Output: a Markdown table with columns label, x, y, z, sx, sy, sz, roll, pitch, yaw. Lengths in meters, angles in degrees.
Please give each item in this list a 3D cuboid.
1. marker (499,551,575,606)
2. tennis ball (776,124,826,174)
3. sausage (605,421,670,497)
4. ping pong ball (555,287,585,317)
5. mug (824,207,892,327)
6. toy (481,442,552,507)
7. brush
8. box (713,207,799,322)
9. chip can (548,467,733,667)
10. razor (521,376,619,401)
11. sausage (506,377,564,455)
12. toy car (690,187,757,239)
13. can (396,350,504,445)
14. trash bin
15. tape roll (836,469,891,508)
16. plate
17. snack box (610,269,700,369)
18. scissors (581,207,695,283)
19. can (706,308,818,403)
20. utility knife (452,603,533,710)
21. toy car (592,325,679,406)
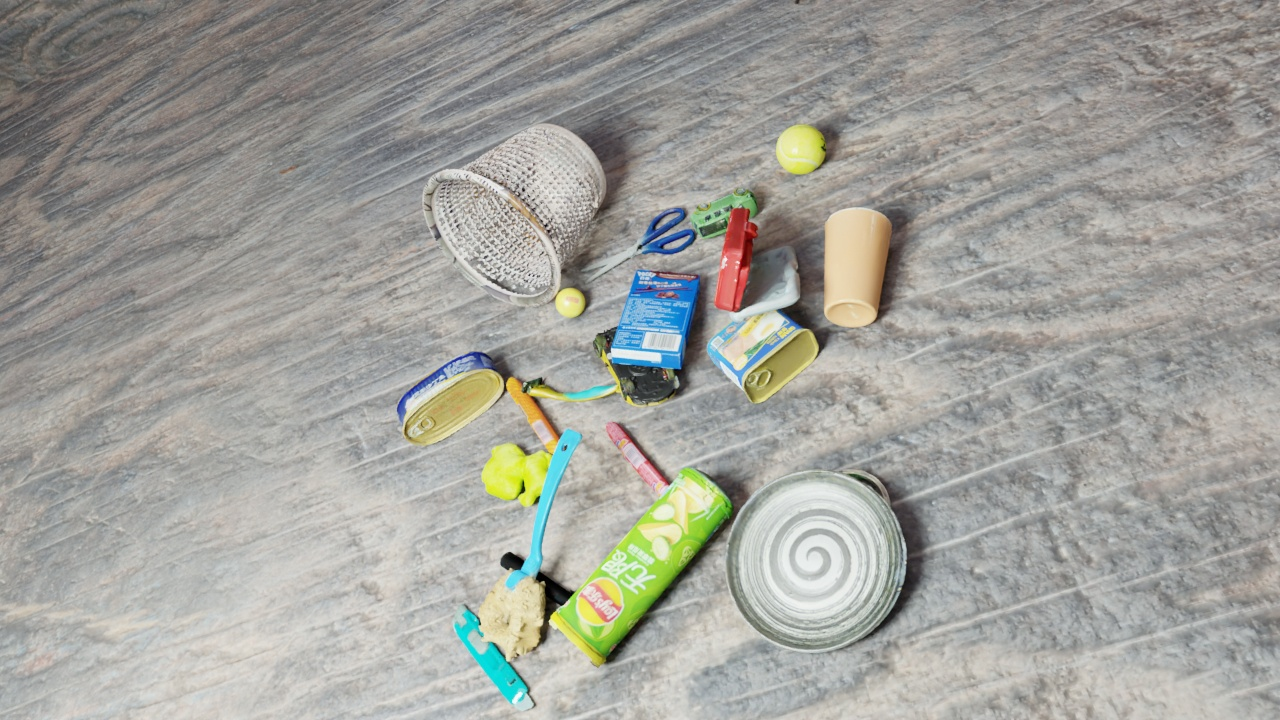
| label | x | y | z | sx | sy | sz | roll | pitch | yaw |
| --- | --- | --- | --- | --- | --- | --- | --- | --- | --- |
| marker | -0.106 | 0.247 | 1.016 | 0.132 | 0.020 | 0.022 | 22 | 60 | 38 |
| tennis ball | 0.212 | -0.279 | 1.213 | 0.066 | 0.065 | 0.065 | -15 | 50 | 18 |
| sausage | -0.001 | 0.117 | 1.059 | 0.020 | 0.020 | 0.156 | -40 | 47 | -4 |
| ping pong ball | -0.095 | -0.078 | 1.242 | 0.040 | 0.040 | 0.040 | -15 | 50 | 18 |
| mug | 0.246 | -0.104 | 1.059 | 0.078 | 0.078 | 0.122 | -2 | 60 | 27 |
| toy | -0.151 | 0.139 | 1.115 | 0.100 | 0.031 | 0.096 | -18 | 51 | 15 |
| brush | -0.113 | 0.196 | 0.991 | 0.083 | 0.045 | 0.254 | 16 | 88 | 44 |
| box | 0.142 | -0.109 | 1.073 | 0.099 | 0.095 | 0.201 | 10 | 24 | 4 |
| chip can | 0.005 | 0.208 | 0.950 | 0.221 | 0.072 | 0.072 | -48 | 48 | -11 |
| razor | -0.085 | 0.038 | 1.157 | 0.133 | 0.043 | 0.028 | 0 | 96 | 26 |
| sausage | -0.135 | 0.070 | 1.164 | 0.021 | 0.021 | 0.165 | -38 | 47 | -3 |
| toy car | 0.112 | -0.193 | 1.217 | 0.091 | 0.043 | 0.036 | -24 | 45 | 12 |
| can | -0.252 | 0.049 | 1.208 | 0.148 | 0.074 | 0.049 | -35 | 44 | 0 |
| trash bin | -0.158 | -0.220 | 1.285 | 0.228 | 0.228 | 0.191 | 12 | 49 | 34 |
| tape roll | 0.209 | 0.150 | 0.924 | 0.086 | 0.014 | 0.085 | -15 | 50 | 18 |
| plate | 0.169 | 0.194 | 0.893 | 0.180 | 0.024 | 0.179 | -13 | 62 | 25 |
| snack box | 0.021 | -0.053 | 1.135 | 0.084 | 0.026 | 0.156 | 5 | 44 | 11 |
| scissors | 0.000 | -0.149 | 1.266 | 0.141 | 0.012 | 0.170 | 30 | 75 | 41 |
| can | 0.139 | -0.013 | 1.058 | 0.102 | 0.057 | 0.083 | -39 | 45 | -4 |
| utility knife | -0.163 | 0.321 | 0.994 | 0.029 | 0.013 | 0.164 | -47 | 48 | -9 |
| toy car | -0.007 | 0.007 | 1.123 | 0.071 | 0.041 | 0.155 | -18 | 43 | -13 |
